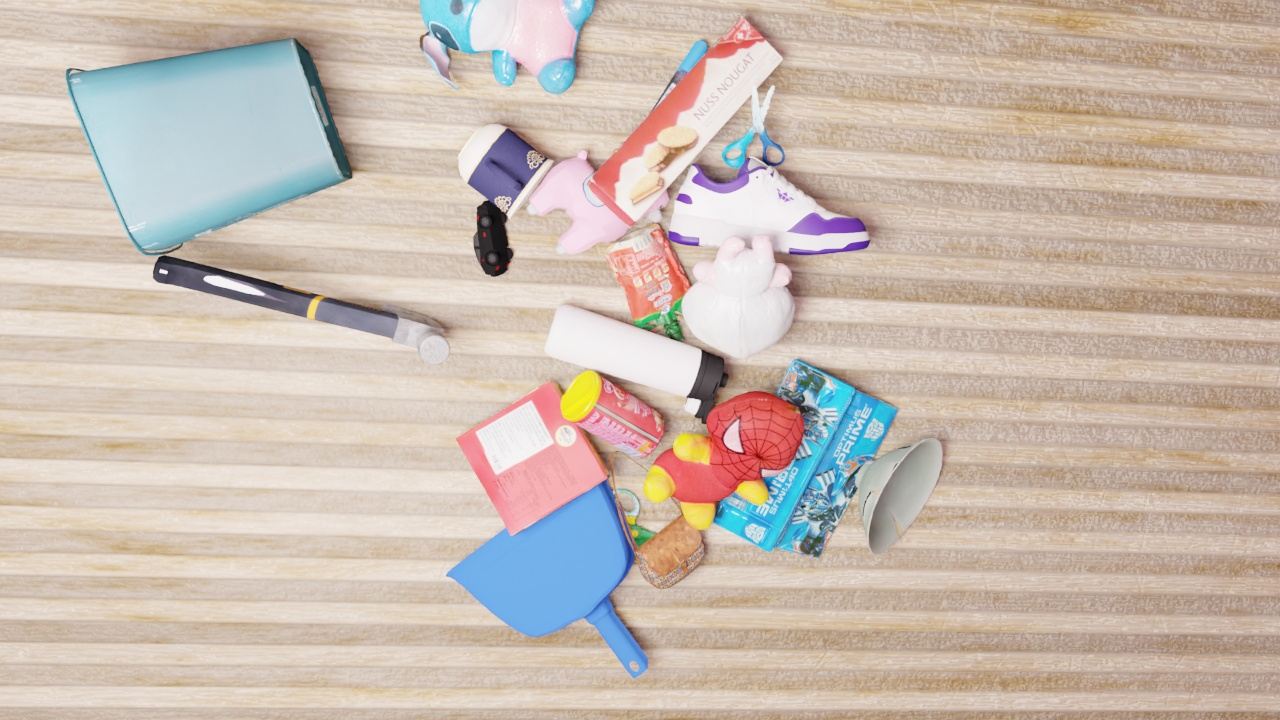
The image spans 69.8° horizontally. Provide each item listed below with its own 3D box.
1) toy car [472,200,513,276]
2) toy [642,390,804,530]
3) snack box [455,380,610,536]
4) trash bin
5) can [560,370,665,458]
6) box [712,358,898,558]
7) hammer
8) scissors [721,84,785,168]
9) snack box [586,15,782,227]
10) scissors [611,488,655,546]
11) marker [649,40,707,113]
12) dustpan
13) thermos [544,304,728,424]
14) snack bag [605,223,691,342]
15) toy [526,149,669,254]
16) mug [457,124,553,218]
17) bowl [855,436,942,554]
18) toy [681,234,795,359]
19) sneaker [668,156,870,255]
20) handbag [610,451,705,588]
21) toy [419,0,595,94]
[{"bbox_3d":[-0.183,-0.148,1.115,0.036,0.042,0.092,-4,103,21],"label":"toy car"},{"bbox_3d":[0.110,0.116,1.142,0.217,0.098,0.147,-41,128,22],"label":"toy"},{"bbox_3d":[-0.134,0.122,1.155,0.145,0.040,0.142,-31,82,2],"label":"snack box"},{"bbox_3d":[-0.451,-0.242,1.001,0.218,0.196,0.199,-18,104,-8],"label":"trash bin"},{"bbox_3d":[-0.033,0.069,1.141,0.124,0.066,0.067,33,98,-31],"label":"can"},{"bbox_3d":[0.222,0.141,1.204,0.175,0.060,0.244,24,100,-10],"label":"box"},{"bbox_3d":[-0.378,-0.062,1.036,0.312,0.139,0.035,15,101,-27],"label":"hammer"},{"bbox_3d":[0.150,-0.278,1.092,0.083,0.016,0.135,7,142,-7],"label":"scissors"},{"bbox_3d":[0.053,-0.280,1.071,0.076,0.044,0.272,43,81,-9],"label":"snack box"},{"bbox_3d":[-0.004,0.221,1.225,0.131,0.012,0.108,16,100,-7],"label":"scissors"},{"bbox_3d":[0.042,-0.331,1.109,0.018,0.015,0.123,34,100,-6],"label":"marker"},{"bbox_3d":[-0.079,0.307,1.196,0.246,0.059,0.257,-37,85,5],"label":"dustpan"},{"bbox_3d":[-0.007,0.007,1.152,0.230,0.068,0.101,18,125,-7],"label":"thermos"},{"bbox_3d":[0.019,-0.088,1.149,0.087,0.044,0.155,-27,108,-2],"label":"snack bag"},{"bbox_3d":[-0.049,-0.194,1.104,0.157,0.067,0.123,-35,101,-2],"label":"toy"},{"bbox_3d":[-0.163,-0.225,1.064,0.089,0.111,0.086,37,102,-9],"label":"mug"},{"bbox_3d":[0.322,0.166,1.209,0.173,0.068,0.174,-29,135,-35],"label":"bowl"},{"bbox_3d":[0.120,-0.079,1.101,0.139,0.101,0.180,1,136,1],"label":"toy"},{"bbox_3d":[0.159,-0.188,1.117,0.244,0.092,0.111,4,96,-3],"label":"sneaker"},{"bbox_3d":[0.016,0.199,1.186,0.093,0.043,0.196,-33,107,-24],"label":"handbag"},{"bbox_3d":[-0.148,-0.404,1.032,0.191,0.098,0.224,17,114,-14],"label":"toy"}]
